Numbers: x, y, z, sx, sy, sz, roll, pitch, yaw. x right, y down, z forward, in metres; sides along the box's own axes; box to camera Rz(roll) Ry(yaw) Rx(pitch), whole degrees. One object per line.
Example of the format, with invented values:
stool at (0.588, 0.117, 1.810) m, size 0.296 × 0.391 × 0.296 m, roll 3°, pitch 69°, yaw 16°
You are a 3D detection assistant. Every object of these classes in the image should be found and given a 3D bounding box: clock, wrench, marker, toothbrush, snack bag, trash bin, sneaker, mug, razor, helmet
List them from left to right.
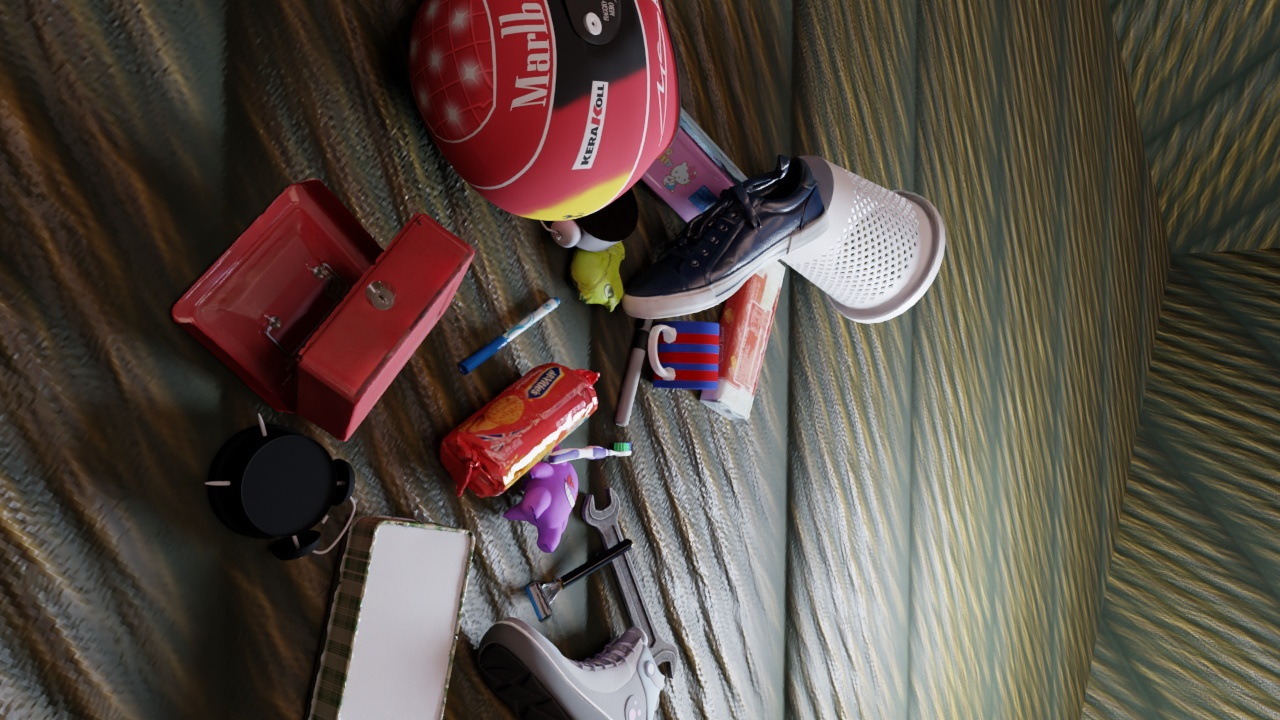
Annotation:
clock at (-0.274, 0.102, 0.717) m, size 0.121 × 0.043 × 0.091 m, roll 52°, pitch 54°, yaw -35°
marker at (-0.126, -0.027, 0.907) m, size 0.141 × 0.013 × 0.013 m, roll -42°, pitch 120°, yaw -40°
snack bag at (-0.115, 0.061, 0.875) m, size 0.175 × 0.082 × 0.082 m, roll -41°, pitch 120°, yaw -41°
helmet at (-0.091, -0.260, 0.806) m, size 0.224 × 0.198 × 0.271 m, roll -7°, pitch 88°, yaw -49°
razor at (-0.062, 0.225, 0.973) m, size 0.144 × 0.022 × 0.043 m, roll -24°, pitch 94°, yaw -41°
clock at (-0.058, -0.158, 0.945) m, size 0.122 × 0.035 × 0.094 m, roll -16°, pitch 82°, yaw -41°
sneaker at (-0.056, 0.315, 0.946) m, size 0.257 × 0.093 × 0.160 m, roll 61°, pitch 41°, yaw -28°
toothbrush at (-0.049, 0.095, 0.955) m, size 0.186 × 0.015 × 0.016 m, roll 8°, pitch 81°, yaw -67°
wrench at (-0.010, 0.263, 1.045) m, size 0.069 × 0.010 × 0.273 m, roll -37°, pitch 117°, yaw -42°
marker at (-0.006, 0.006, 1.041) m, size 0.016 × 0.016 × 0.140 m, roll 28°, pitch 70°, yaw -45°
mug at (0.043, -0.006, 1.047) m, size 0.111 × 0.075 × 0.076 m, roll 3°, pitch 88°, yaw -56°
sneaker at (0.093, -0.150, 1.035) m, size 0.293 × 0.121 × 0.127 m, roll -33°, pitch 121°, yaw -23°
snack bag at (0.134, -0.036, 1.183) m, size 0.077 × 0.041 × 0.225 m, roll 32°, pitch 69°, yaw -44°
trash bin at (0.269, -0.174, 1.239) m, size 0.199 × 0.196 × 0.195 m, roll 21°, pitch 75°, yaw -37°

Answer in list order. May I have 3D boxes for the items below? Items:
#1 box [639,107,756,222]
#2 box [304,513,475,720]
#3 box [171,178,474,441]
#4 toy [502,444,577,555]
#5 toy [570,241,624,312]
box at (0.048, -0.241, 1.085) m, size 0.214 × 0.090 × 0.092 m, roll 35°, pitch 23°, yaw -43°
box at (-0.213, 0.239, 0.787) m, size 0.117 × 0.050 × 0.205 m, roll 18°, pitch 77°, yaw -50°
box at (-0.216, -0.036, 0.696) m, size 0.152 × 0.165 × 0.157 m, roll 55°, pitch 52°, yaw -40°
toy at (-0.093, 0.134, 0.915) m, size 0.087 × 0.056 × 0.106 m, roll -54°, pitch 144°, yaw -36°
toy at (-0.044, -0.104, 0.983) m, size 0.094 × 0.036 × 0.093 m, roll 54°, pitch 51°, yaw -24°
